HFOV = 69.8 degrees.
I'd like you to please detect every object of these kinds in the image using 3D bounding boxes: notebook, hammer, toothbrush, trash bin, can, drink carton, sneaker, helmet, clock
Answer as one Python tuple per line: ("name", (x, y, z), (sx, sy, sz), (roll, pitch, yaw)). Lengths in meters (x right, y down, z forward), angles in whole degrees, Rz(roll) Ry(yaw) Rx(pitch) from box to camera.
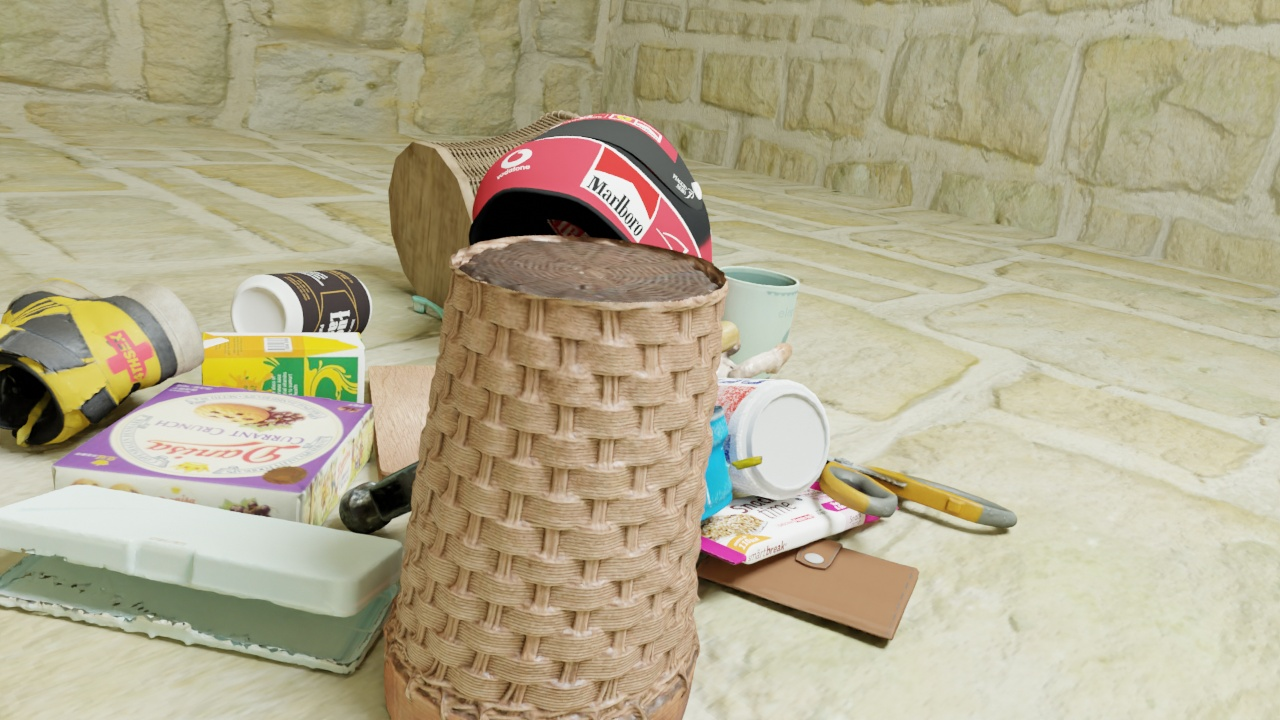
("notebook", (-0.124, 0.048, 0.726), (0.169, 0.022, 0.210), (0, 19, -19))
("hammer", (-0.035, 0.028, 0.625), (0.329, 0.033, 0.133), (-25, -2, -46))
("toothbrush", (-0.201, -0.044, 0.990), (0.135, 0.017, 0.022), (22, 23, 32))
("trash bin", (-0.038, 0.059, 0.418), (0.151, 0.210, 0.151), (6, 18, -2))
("can", (-0.305, -0.045, 0.833), (0.072, 0.072, 0.128), (12, 11, 13))
("can", (0.063, 0.052, 0.646), (0.078, 0.078, 0.136), (-3, 2, -30))
("drink carton", (-0.280, 0.012, 0.712), (0.122, 0.058, 0.041), (-1, 20, -24))
("sneaker", (-0.427, 0.000, 0.655), (0.239, 0.086, 0.121), (0, 28, 36))
("helmet", (-0.038, -0.127, 0.899), (0.198, 0.271, 0.224), (-13, 41, 24))
("clock", (-0.010, 0.073, 0.576), (0.116, 0.060, 0.162), (-19, 3, -42))

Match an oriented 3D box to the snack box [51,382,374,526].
("snack box", (-0.262, 0.063, 0.589), (0.143, 0.041, 0.147), (6, 18, -2))

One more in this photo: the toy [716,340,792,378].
("toy", (0.080, 0.027, 0.787), (0.074, 0.085, 0.105), (37, 42, -2))

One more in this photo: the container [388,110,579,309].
("container", (-0.159, -0.166, 1.070), (0.195, 0.227, 0.227), (-17, 29, -38))

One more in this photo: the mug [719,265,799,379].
("mug", (0.117, -0.041, 0.956), (0.084, 0.104, 0.111), (12, 19, 15))

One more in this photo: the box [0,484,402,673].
("box", (-0.225, 0.102, 0.471), (0.199, 0.071, 0.084), (8, 37, 6))

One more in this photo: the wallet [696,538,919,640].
("wallet", (0.105, 0.131, 0.569), (0.121, 0.013, 0.087), (13, 19, 23))

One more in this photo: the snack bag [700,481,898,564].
("snack bag", (0.094, 0.103, 0.610), (0.070, 0.016, 0.196), (14, 12, 42))

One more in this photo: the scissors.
("scissors", (0.173, 0.088, 0.684), (0.226, 0.016, 0.225), (15, 6, -6))
